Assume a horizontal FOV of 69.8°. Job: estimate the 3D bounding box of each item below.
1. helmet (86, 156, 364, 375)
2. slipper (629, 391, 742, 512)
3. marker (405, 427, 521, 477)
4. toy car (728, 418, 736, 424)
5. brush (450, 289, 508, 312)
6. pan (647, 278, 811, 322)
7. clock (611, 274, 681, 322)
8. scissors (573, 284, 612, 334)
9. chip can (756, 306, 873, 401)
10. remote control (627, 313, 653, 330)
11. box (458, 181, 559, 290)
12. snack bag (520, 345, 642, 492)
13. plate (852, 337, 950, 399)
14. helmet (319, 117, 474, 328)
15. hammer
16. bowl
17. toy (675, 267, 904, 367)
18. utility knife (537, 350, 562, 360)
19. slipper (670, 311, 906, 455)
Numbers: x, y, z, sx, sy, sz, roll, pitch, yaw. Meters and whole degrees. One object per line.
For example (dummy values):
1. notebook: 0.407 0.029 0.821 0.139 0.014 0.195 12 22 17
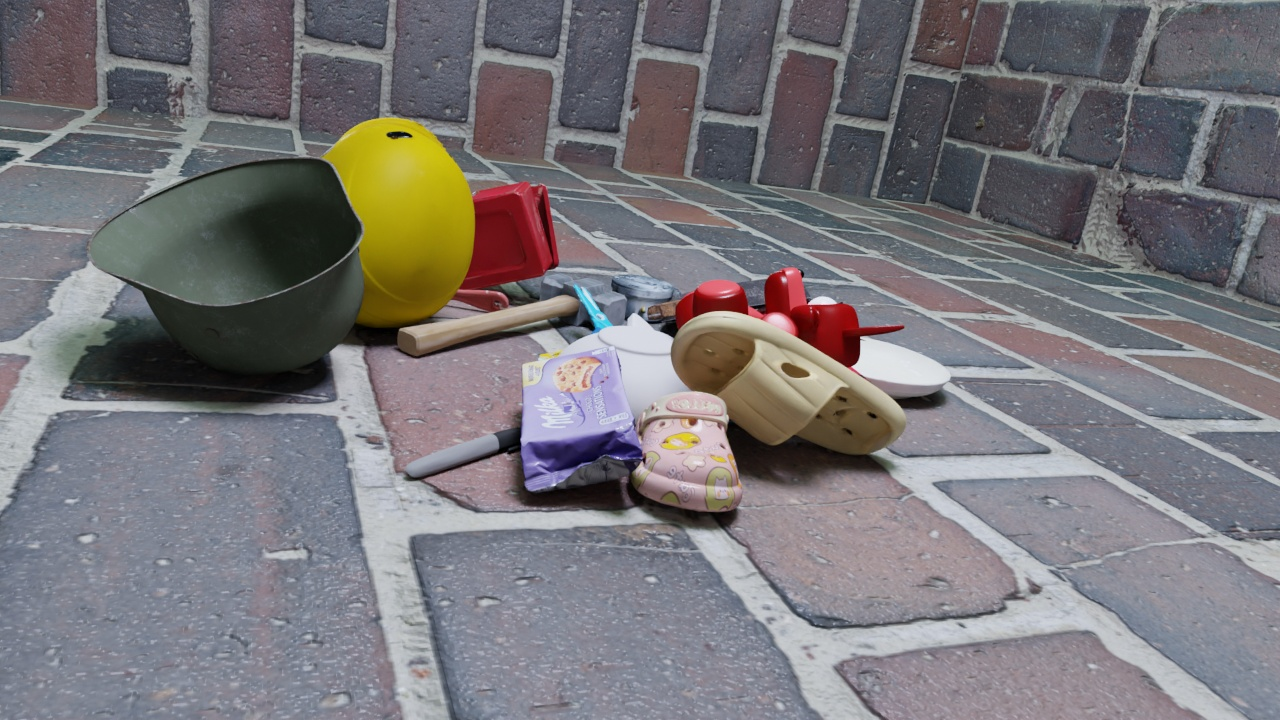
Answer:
1. helmet: -0.361 -0.072 0.868 0.268 0.154 0.226 17 44 35
2. slipper: 0.038 0.063 0.799 0.093 0.081 0.197 6 16 -6
3. marker: -0.140 0.077 0.770 0.022 0.016 0.138 44 32 21
4. toy car: 0.113 0.042 0.979 0.048 0.032 0.105 15 20 15
5. brush: -0.256 -0.083 1.177 0.172 0.041 0.030 11 35 -1
6. pan: 0.091 -0.076 1.163 0.208 0.040 0.356 -9 0 27
7. clock: 0.006 -0.091 1.302 0.090 0.052 0.129 17 20 22
8. scissors: -0.053 -0.047 1.106 0.083 0.015 0.140 -5 51 -45
9. chip can: 0.188 0.005 1.064 0.073 0.073 0.233 4 19 -16
10. remote control: 0.003 -0.032 1.136 0.043 0.013 0.136 42 9 -9
11. box: -0.203 -0.165 1.237 0.157 0.136 0.122 -11 8 10
12. snack bag: -0.054 0.051 0.799 0.096 0.058 0.205 -10 23 -2
13. plate: 0.295 0.012 1.159 0.182 0.034 0.182 9 18 -3
14. helmet: -0.268 -0.141 1.018 0.209 0.240 0.140 21 8 -46
15. hammer: -0.155 -0.052 1.112 0.117 0.051 0.321 21 24 32
16. bowl: -0.006 0.006 0.971 0.176 0.066 0.176 9 18 -3
17. toy: 0.142 -0.033 0.927 0.197 0.120 0.158 -2 -4 -7
18. utility knife: -0.064 -0.009 1.076 0.030 0.017 0.155 18 22 36
19. slipper: 0.139 0.045 0.851 0.261 0.112 0.079 24 50 -24
